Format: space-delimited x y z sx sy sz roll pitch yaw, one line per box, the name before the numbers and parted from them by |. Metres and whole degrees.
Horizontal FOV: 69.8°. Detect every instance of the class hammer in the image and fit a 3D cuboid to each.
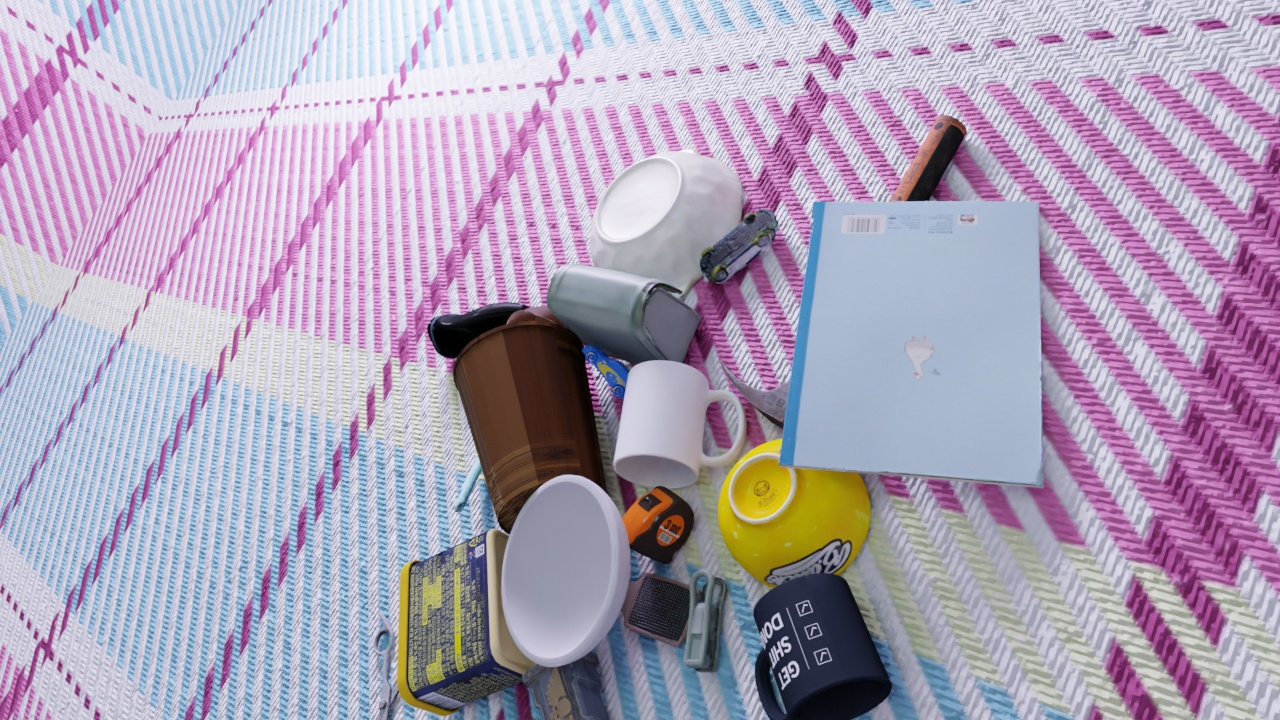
hammer | -0.155 0.364 0.756 0.322 0.044 0.098 -38 44 12
hammer | 0.188 -0.080 0.794 0.138 0.035 0.314 21 75 45

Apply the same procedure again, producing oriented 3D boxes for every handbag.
handbag | -0.013 -0.046 0.874 0.122 0.106 0.067 15 73 38

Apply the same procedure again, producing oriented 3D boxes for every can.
can | -0.153 0.233 0.825 0.104 0.075 0.135 -27 48 19

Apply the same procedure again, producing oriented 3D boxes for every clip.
clip | 0.050 0.202 0.714 0.023 0.042 0.075 -11 55 31

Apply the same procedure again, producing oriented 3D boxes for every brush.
brush | -0.011 0.199 0.775 0.136 0.015 0.049 6 65 41

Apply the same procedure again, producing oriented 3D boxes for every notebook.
notebook | 0.210 -0.026 0.704 0.181 0.009 0.252 3 59 17

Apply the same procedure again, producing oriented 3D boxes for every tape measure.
tape measure | 0.012 0.135 0.768 0.038 0.058 0.059 30 87 47

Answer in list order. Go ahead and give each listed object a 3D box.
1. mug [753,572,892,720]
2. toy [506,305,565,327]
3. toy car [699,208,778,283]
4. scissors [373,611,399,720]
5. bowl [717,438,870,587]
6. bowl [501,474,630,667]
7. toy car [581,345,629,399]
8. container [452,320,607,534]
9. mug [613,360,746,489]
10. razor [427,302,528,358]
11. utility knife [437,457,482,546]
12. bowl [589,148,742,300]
mug | 0.114 0.209 0.635 0.105 0.071 0.077 -56 36 34
toy | -0.095 -0.015 0.978 0.103 0.071 0.090 -7 68 9
toy car | 0.098 -0.110 0.890 0.090 0.027 0.038 -39 41 12
scissors | -0.250 0.319 0.888 0.141 0.014 0.158 -50 43 -5
bowl | 0.108 0.109 0.701 0.117 0.067 0.117 -21 50 27
bowl | -0.053 0.170 0.741 0.150 0.043 0.149 -21 60 43
toy car | -0.006 0.005 0.879 0.062 0.033 0.092 -42 75 9
container | -0.098 0.069 0.862 0.132 0.132 0.167 -32 52 18
mug | 0.037 0.058 0.802 0.110 0.074 0.090 3 60 11
razor | -0.181 -0.039 1.058 0.141 0.053 0.063 -12 22 25
utility knife | -0.172 0.134 0.906 0.022 0.015 0.165 -59 8 31
bowl | 0.012 -0.153 0.968 0.189 0.060 0.218 -16 54 32
